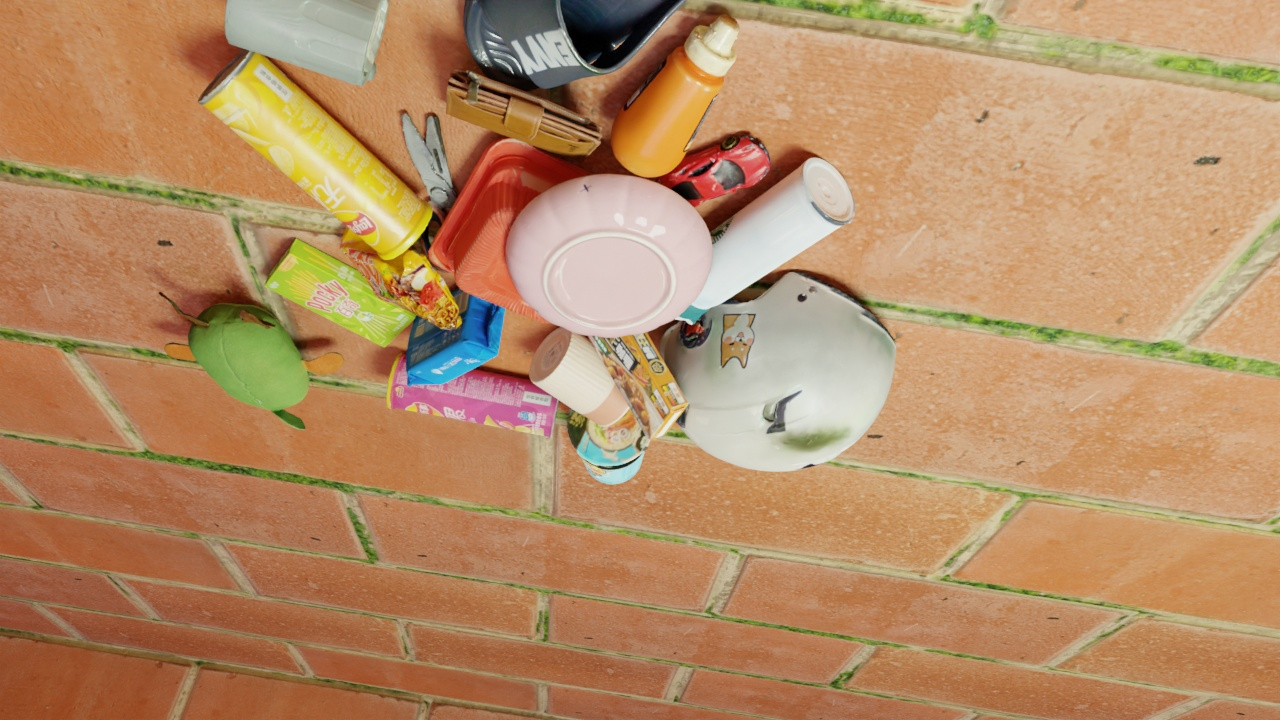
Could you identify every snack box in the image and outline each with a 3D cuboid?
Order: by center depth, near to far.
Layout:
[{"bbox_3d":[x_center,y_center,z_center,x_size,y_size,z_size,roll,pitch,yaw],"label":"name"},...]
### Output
[{"bbox_3d":[-0.006,0.006,1.008,0.026,0.153,0.075,-19,159,-30],"label":"snack box"},{"bbox_3d":[-0.345,-0.076,1.062,0.156,0.026,0.086,30,139,-27],"label":"snack box"}]

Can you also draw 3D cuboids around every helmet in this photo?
[{"bbox_3d":[0.141,0.040,1.002,0.275,0.156,0.230,-18,137,34],"label":"helmet"}]

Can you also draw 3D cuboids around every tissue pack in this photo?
[{"bbox_3d":[-0.209,-0.029,1.040,0.158,0.094,0.052,-23,141,38],"label":"tissue pack"}]

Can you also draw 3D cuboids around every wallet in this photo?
[{"bbox_3d":[-0.099,-0.206,0.772,0.130,0.035,0.119,18,-176,-12],"label":"wallet"}]

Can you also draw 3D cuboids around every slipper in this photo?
[{"bbox_3d":[-0.035,-0.268,0.667,0.269,0.083,0.110,-21,134,35],"label":"slipper"}]

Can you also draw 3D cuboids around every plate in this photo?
[{"bbox_3d":[-0.029,-0.083,0.844,0.192,0.039,0.193,-1,138,-1],"label":"plate"}]

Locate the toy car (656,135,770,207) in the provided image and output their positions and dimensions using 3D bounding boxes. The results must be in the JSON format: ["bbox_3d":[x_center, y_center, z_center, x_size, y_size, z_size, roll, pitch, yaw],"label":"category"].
[{"bbox_3d":[0.066,-0.169,0.832,0.106,0.031,0.049,-16,139,28],"label":"toy car"}]

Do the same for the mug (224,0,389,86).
[{"bbox_3d":[-0.262,-0.268,0.734,0.103,0.083,0.124,17,171,-13],"label":"mug"}]

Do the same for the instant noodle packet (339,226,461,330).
[{"bbox_3d":[-0.257,-0.089,0.974,0.128,0.044,0.111,26,154,33],"label":"instant noodle packet"}]

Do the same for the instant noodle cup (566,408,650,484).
[{"bbox_3d":[-0.036,0.106,1.190,0.111,0.111,0.121,6,153,4],"label":"instant noodle cup"}]

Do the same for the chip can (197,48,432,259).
[{"bbox_3d":[-0.291,-0.185,0.841,0.072,0.071,0.213,-18,133,34],"label":"chip can"}]

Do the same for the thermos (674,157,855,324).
[{"bbox_3d":[0.097,-0.108,0.881,0.073,0.073,0.225,29,141,-26],"label":"thermos"}]

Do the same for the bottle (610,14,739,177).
[{"bbox_3d":[0.033,-0.217,0.748,0.066,0.066,0.150,23,136,-19],"label":"bottle"}]

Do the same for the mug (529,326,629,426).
[{"bbox_3d":[-0.075,0.017,1.097,0.106,0.081,0.115,34,168,-29],"label":"mug"}]

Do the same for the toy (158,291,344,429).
[{"bbox_3d":[-0.483,-0.008,1.138,0.227,0.089,0.247,7,149,5],"label":"toy"}]

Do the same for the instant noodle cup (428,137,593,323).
[{"bbox_3d":[-0.106,-0.112,0.900,0.164,0.079,0.189,21,134,-22],"label":"instant noodle cup"}]

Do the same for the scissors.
[{"bbox_3d":[-0.184,-0.156,0.921,0.206,0.015,0.202,29,141,-25],"label":"scissors"}]

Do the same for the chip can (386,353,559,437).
[{"bbox_3d":[-0.209,0.046,1.165,0.210,0.071,0.072,11,145,-4],"label":"chip can"}]
